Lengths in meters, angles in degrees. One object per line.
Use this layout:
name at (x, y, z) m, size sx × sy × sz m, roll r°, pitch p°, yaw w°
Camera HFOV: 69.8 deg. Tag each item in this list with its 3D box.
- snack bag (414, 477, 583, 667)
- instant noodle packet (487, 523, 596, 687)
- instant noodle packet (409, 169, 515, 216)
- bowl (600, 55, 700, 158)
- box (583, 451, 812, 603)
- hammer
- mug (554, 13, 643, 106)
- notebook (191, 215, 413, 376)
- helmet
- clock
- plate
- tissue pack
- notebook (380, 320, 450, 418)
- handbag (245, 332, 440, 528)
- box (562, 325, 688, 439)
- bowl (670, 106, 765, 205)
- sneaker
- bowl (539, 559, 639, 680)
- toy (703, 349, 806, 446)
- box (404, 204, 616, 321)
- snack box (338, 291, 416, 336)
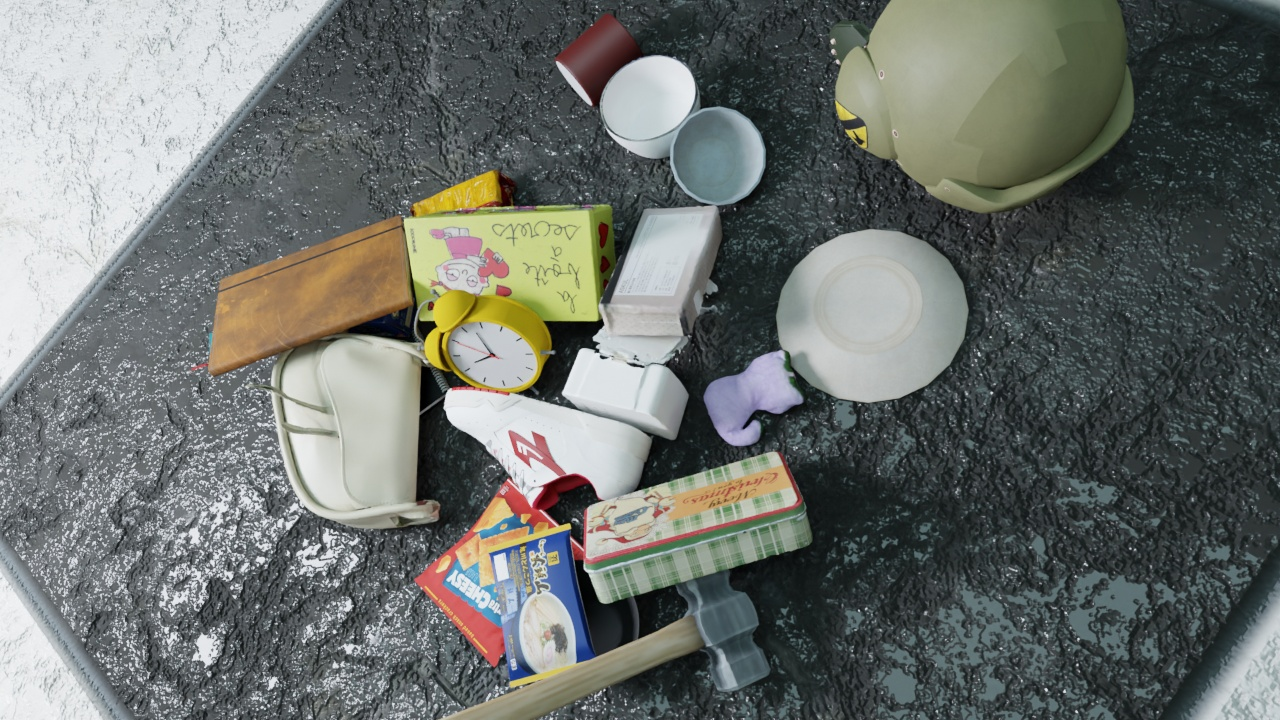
snack bag at (-0.142, 0.215, 0.946) m, size 0.131 × 0.039 × 0.144 m, roll 38°, pitch 81°, yaw 26°
instant noodle packet at (-0.095, 0.231, 0.872) m, size 0.087 × 0.026 × 0.134 m, roll -18°, pitch 67°, yaw 8°
instant noodle packet at (-0.210, -0.168, 1.109) m, size 0.135 × 0.039 × 0.098 m, roll -20°, pitch 67°, yaw 13°
bowl at (0.017, -0.285, 1.060) m, size 0.116 × 0.065 × 0.116 m, roll -6°, pitch 69°, yaw 16°
box at (0.048, 0.151, 0.854) m, size 0.205 × 0.050 × 0.117 m, roll -15°, pitch 22°, yaw 4°
hammer at (-0.044, 0.277, 0.801) m, size 0.322 × 0.051 × 0.117 m, roll -17°, pitch 74°, yaw -21°
mug at (-0.038, -0.349, 1.106) m, size 0.082 × 0.073 × 0.105 m, roll -41°, pitch 93°, yaw 1°
notebook at (-0.387, -0.081, 1.059) m, size 0.249 × 0.014 × 0.178 m, roll -20°, pitch 46°, yaw 1°
helmet at (0.314, -0.249, 0.830) m, size 0.250 × 0.255 × 0.232 m, roll -33°, pitch 61°, yaw 6°
clock at (-0.169, -0.020, 0.989) m, size 0.152 × 0.114 × 0.051 m, roll 21°, pitch 44°, yaw -6°
plate at (0.230, -0.051, 0.925) m, size 0.189 × 0.027 × 0.188 m, roll -6°, pitch 69°, yaw 16°
tissue pack at (0.031, -0.088, 0.961) m, size 0.104 × 0.071 × 0.180 m, roll 2°, pitch 39°, yaw 16°
notebook at (-0.328, 0.002, 1.100) m, size 0.149 × 0.016 × 0.206 m, roll -36°, pitch 64°, yaw 5°
handbag at (-0.316, 0.069, 0.999) m, size 0.184 × 0.132 × 0.228 m, roll -9°, pitch 71°, yaw 10°
box at (-0.003, 0.000, 0.945) m, size 0.110 × 0.103 × 0.130 m, roll 10°, pitch 72°, yaw 22°
bowl at (0.082, -0.223, 1.016) m, size 0.106 × 0.039 × 0.106 m, roll 0°, pitch 92°, yaw -7°
sneaker at (-0.111, 0.098, 0.959) m, size 0.237 × 0.090 × 0.104 m, roll 13°, pitch 79°, yaw 17°
bowl at (-0.052, 0.260, 0.893) m, size 0.124 × 0.052 × 0.124 m, roll -6°, pitch 69°, yaw 16°
toy at (0.116, 0.040, 0.927) m, size 0.100 × 0.036 × 0.080 m, roll -25°, pitch 75°, yaw 14°
box at (-0.139, -0.108, 1.013) m, size 0.221 × 0.082 × 0.124 m, roll 4°, pitch 108°, yaw 20°
snack box at (-0.371, -0.063, 1.096) m, size 0.207 × 0.057 × 0.056 m, roll 1°, pitch 73°, yaw 20°
